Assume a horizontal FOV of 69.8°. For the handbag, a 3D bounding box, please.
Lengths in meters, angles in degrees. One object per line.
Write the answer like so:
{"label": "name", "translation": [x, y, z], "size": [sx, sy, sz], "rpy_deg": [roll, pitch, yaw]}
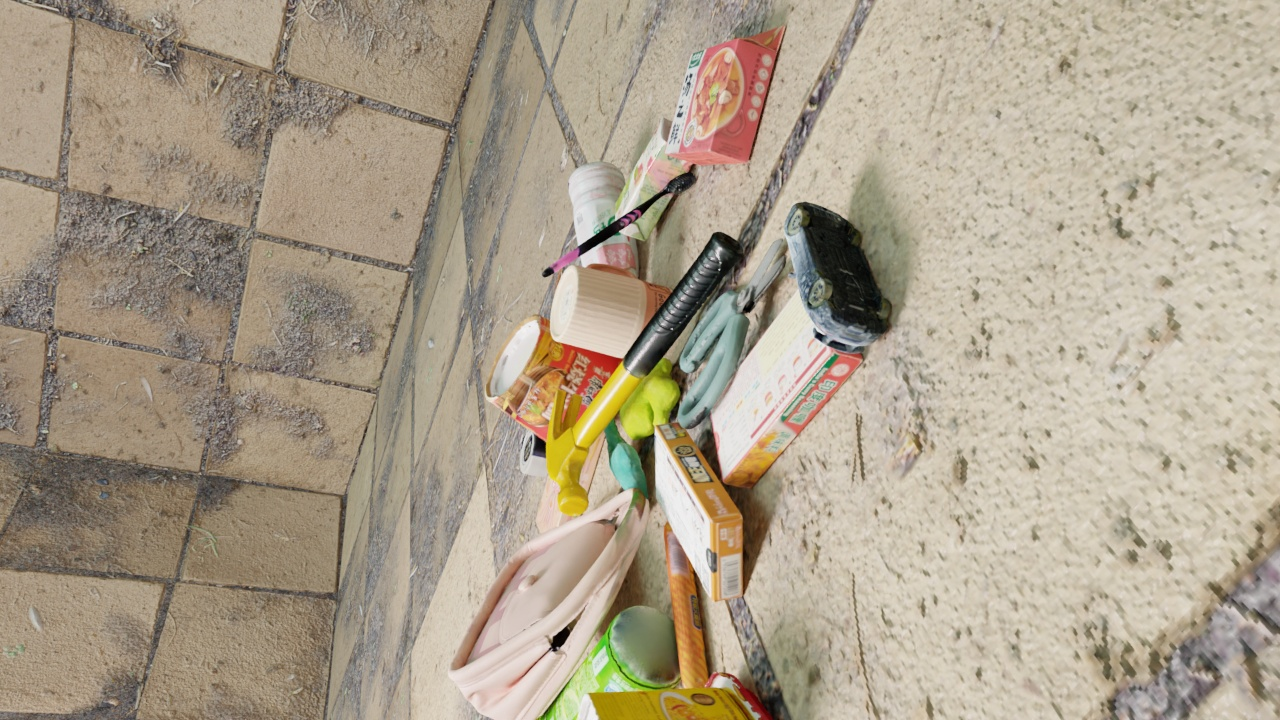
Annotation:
{"label": "handbag", "translation": [-0.063, 0.207, 0.841], "size": [0.235, 0.093, 0.192], "rpy_deg": [-48, 7, 31]}

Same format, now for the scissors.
{"label": "scissors", "translation": [0.070, -0.015, 0.743], "size": [0.178, 0.019, 0.170], "rpy_deg": [-49, 19, 49]}

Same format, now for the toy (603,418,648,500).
{"label": "toy", "translation": [-0.019, 0.095, 0.905], "size": [0.092, 0.030, 0.096], "rpy_deg": [-159, 51, -76]}

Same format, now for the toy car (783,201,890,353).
{"label": "toy car", "translation": [0.127, -0.058, 0.613], "size": [0.037, 0.054, 0.120], "rpy_deg": [-54, 31, 42]}

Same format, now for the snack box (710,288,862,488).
{"label": "snack box", "translation": [0.101, 0.019, 0.673], "size": [0.077, 0.027, 0.156], "rpy_deg": [-97, 29, -41]}

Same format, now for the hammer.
{"label": "hammer", "translation": [-0.005, 0.005, 0.850], "size": [0.301, 0.032, 0.128], "rpy_deg": [-52, 35, 28]}

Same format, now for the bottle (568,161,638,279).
{"label": "bottle", "translation": [-0.038, -0.130, 1.039], "size": [0.068, 0.068, 0.196], "rpy_deg": [-47, 46, 52]}

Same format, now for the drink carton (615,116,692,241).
{"label": "drink carton", "translation": [0.016, -0.191, 0.977], "size": [0.053, 0.045, 0.123], "rpy_deg": [-92, 26, -46]}

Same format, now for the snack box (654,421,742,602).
{"label": "snack box", "translation": [0.043, 0.116, 0.732], "size": [0.153, 0.026, 0.075], "rpy_deg": [-123, 28, -62]}

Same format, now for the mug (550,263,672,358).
{"label": "mug", "translation": [-0.031, -0.058, 0.936], "size": [0.114, 0.105, 0.082], "rpy_deg": [-99, 30, -43]}

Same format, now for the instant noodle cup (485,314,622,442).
{"label": "instant noodle cup", "translation": [-0.098, 0.021, 1.011], "size": [0.138, 0.108, 0.137], "rpy_deg": [-44, 28, 30]}

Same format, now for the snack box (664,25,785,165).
{"label": "snack box", "translation": [0.076, -0.251, 0.863], "size": [0.113, 0.044, 0.127], "rpy_deg": [-153, 77, -68]}

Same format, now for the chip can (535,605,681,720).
{"label": "chip can", "translation": [-0.032, 0.293, 0.791], "size": [0.072, 0.072, 0.222], "rpy_deg": [-99, 30, -43]}

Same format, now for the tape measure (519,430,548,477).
{"label": "tape measure", "translation": [-0.133, 0.118, 1.194], "size": [0.066, 0.033, 0.065], "rpy_deg": [130, 148, -53]}

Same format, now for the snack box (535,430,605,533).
{"label": "snack box", "translation": [-0.082, 0.136, 1.067], "size": [0.084, 0.026, 0.157], "rpy_deg": [-139, 64, -66]}

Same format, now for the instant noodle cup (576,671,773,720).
{"label": "instant noodle cup", "translation": [0.020, 0.272, 0.599], "size": [0.116, 0.123, 0.116], "rpy_deg": [-143, 67, -67]}

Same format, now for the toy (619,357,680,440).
{"label": "toy", "translation": [0.006, 0.041, 0.894], "size": [0.096, 0.031, 0.100], "rpy_deg": [-105, 35, -47]}

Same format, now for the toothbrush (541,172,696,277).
{"label": "toothbrush", "translation": [-0.020, -0.136, 0.920], "size": [0.189, 0.014, 0.018], "rpy_deg": [-36, 37, -11]}

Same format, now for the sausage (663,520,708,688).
{"label": "sausage", "translation": [0.036, 0.196, 0.742], "size": [0.022, 0.021, 0.164], "rpy_deg": [123, 151, -42]}
